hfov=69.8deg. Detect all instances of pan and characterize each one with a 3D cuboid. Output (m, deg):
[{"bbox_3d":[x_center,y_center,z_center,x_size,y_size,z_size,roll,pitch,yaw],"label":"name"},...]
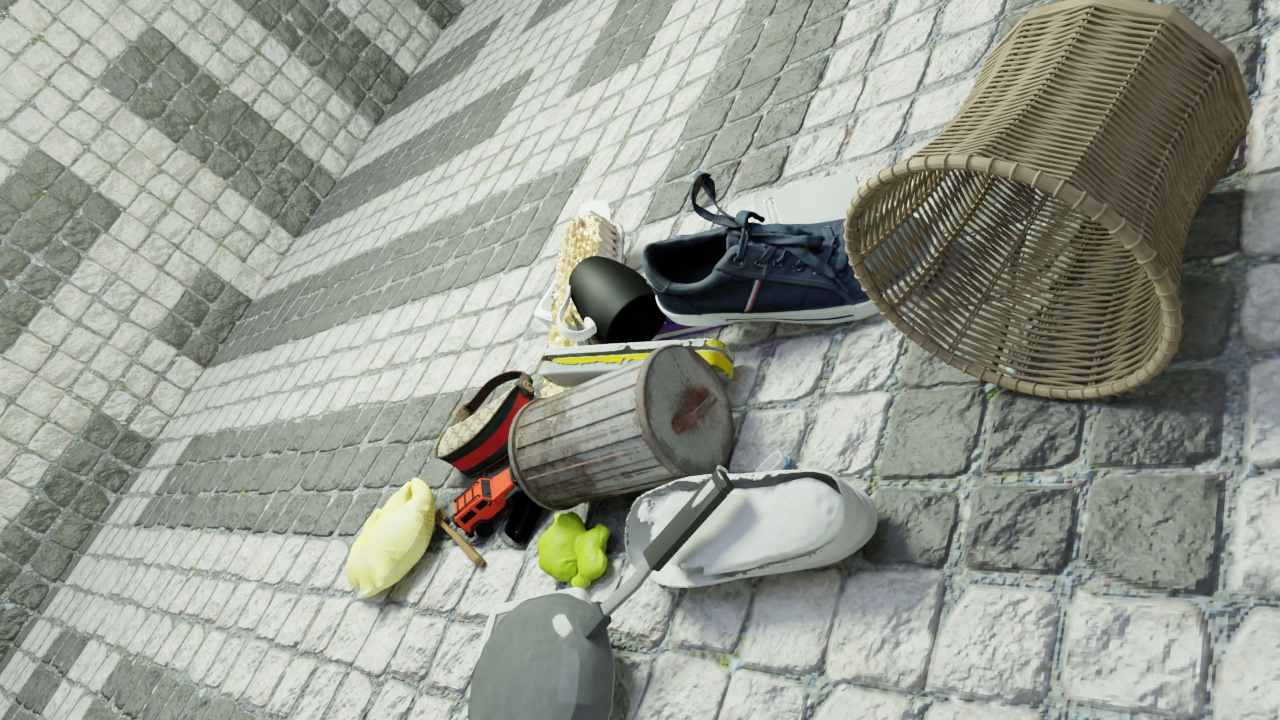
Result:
[{"bbox_3d":[-0.043,0.225,0.781,0.358,0.041,0.178,-51,38,17],"label":"pan"}]

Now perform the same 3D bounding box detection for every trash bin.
[{"bbox_3d":[-0.016,0.070,0.906,0.212,0.131,0.130,-21,41,39],"label":"trash bin"}]

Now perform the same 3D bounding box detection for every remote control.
[{"bbox_3d":[-0.116,0.132,1.030,0.041,0.020,0.152,24,94,46],"label":"remote control"},{"bbox_3d":[-0.105,0.263,0.903,0.139,0.025,0.060,-23,39,36],"label":"remote control"}]

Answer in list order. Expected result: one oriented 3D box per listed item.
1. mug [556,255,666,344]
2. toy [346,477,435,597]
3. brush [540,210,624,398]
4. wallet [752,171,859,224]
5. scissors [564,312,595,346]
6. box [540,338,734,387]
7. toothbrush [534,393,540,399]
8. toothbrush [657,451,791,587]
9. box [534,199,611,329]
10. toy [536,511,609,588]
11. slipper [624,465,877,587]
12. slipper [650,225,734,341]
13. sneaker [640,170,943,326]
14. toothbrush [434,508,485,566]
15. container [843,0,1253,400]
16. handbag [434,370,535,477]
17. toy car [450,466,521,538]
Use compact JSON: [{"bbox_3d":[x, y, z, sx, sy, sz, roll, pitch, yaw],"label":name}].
[{"bbox_3d":[-0.046,-0.062,1.013,0.118,0.085,0.100,-24,52,-27],"label":"mug"},{"bbox_3d":[-0.324,0.233,1.174,0.171,0.064,0.154,-38,33,29],"label":"toy"},{"bbox_3d":[-0.068,-0.051,1.107,0.083,0.056,0.270,-14,64,47],"label":"brush"},{"bbox_3d":[0.180,-0.156,0.978,0.116,0.032,0.086,-10,44,13],"label":"wallet"},{"bbox_3d":[-0.047,0.023,1.024,0.170,0.012,0.132,25,92,23],"label":"scissors"},{"bbox_3d":[-0.006,0.006,0.965,0.210,0.064,0.033,-2,69,24],"label":"box"},{"bbox_3d":[-0.127,0.054,1.173,0.155,0.016,0.022,24,117,58],"label":"toothbrush"},{"bbox_3d":[0.072,0.143,0.825,0.167,0.014,0.016,-45,31,7],"label":"toothbrush"},{"bbox_3d":[-0.067,-0.115,1.229,0.111,0.083,0.190,11,81,54],"label":"box"},{"bbox_3d":[-0.067,0.191,0.928,0.094,0.036,0.094,-23,45,28],"label":"toy"},{"bbox_3d":[0.081,0.135,0.763,0.247,0.074,0.112,-17,51,42],"label":"slipper"},{"bbox_3d":[0.047,-0.094,1.052,0.267,0.084,0.107,-18,42,40],"label":"slipper"},{"bbox_3d":[0.131,-0.109,0.876,0.295,0.127,0.120,-5,62,25],"label":"sneaker"},{"bbox_3d":[-0.222,0.214,1.116,0.016,0.016,0.167,-54,31,-9],"label":"toothbrush"},{"bbox_3d":[0.294,-0.118,0.651,0.227,0.227,0.195,6,53,54],"label":"container"},{"bbox_3d":[-0.202,0.077,1.201,0.167,0.063,0.138,-32,29,37],"label":"handbag"},{"bbox_3d":[-0.178,0.164,1.083,0.100,0.049,0.051,-41,32,12],"label":"toy car"}]
